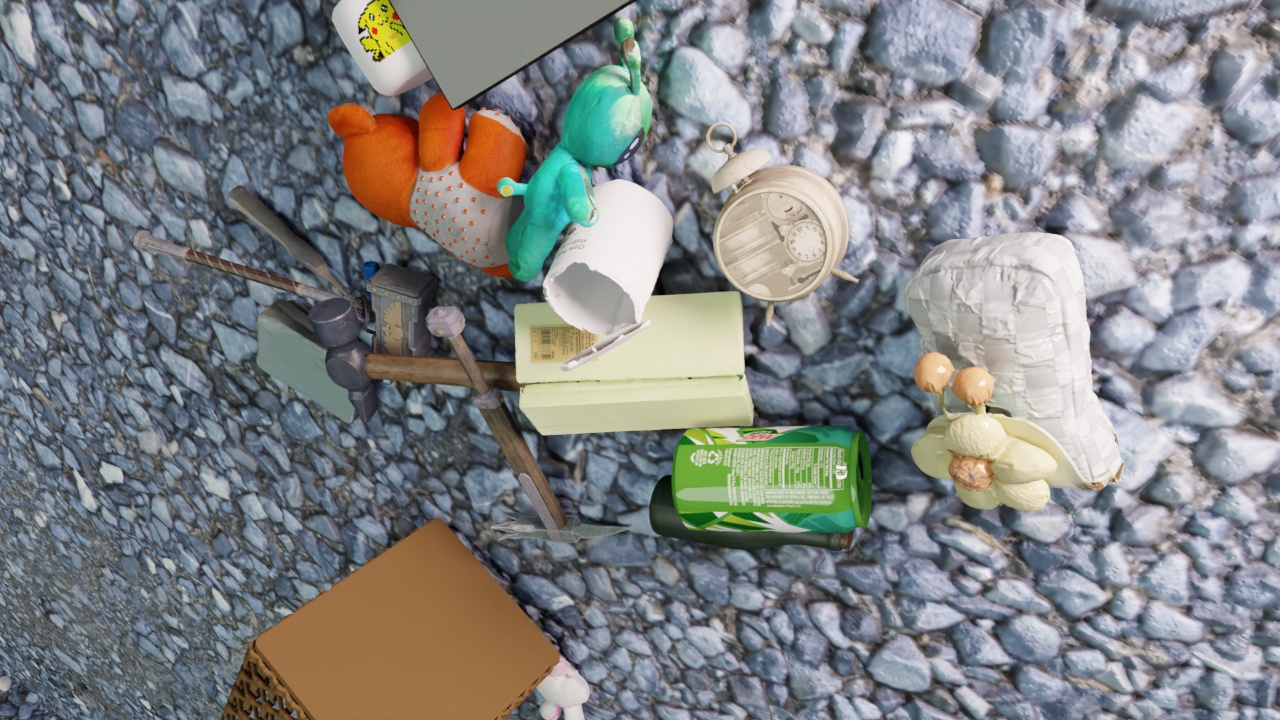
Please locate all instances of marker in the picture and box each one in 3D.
[{"bbox_3d":[-0.264,-0.035,0.930,0.013,0.013,0.142,17,127,22],"label":"marker"}]

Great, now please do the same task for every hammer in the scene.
[{"bbox_3d":[-0.355,-0.077,0.895,0.322,0.044,0.099,17,127,7],"label":"hammer"},{"bbox_3d":[-0.116,0.070,0.835,0.147,0.028,0.317,0,136,20],"label":"hammer"},{"bbox_3d":[-0.140,0.014,0.832,0.322,0.040,0.129,4,129,16],"label":"hammer"}]

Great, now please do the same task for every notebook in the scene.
[{"bbox_3d":[-0.071,-0.293,0.588,0.232,0.019,0.169,-25,105,18],"label":"notebook"}]

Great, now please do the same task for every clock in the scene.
[{"bbox_3d":[0.085,-0.100,0.634,0.093,0.054,0.141,-27,102,28],"label":"clock"}]

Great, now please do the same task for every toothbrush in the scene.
[{"bbox_3d":[-0.341,-0.109,0.923,0.185,0.022,0.024,41,113,2],"label":"toothbrush"}]

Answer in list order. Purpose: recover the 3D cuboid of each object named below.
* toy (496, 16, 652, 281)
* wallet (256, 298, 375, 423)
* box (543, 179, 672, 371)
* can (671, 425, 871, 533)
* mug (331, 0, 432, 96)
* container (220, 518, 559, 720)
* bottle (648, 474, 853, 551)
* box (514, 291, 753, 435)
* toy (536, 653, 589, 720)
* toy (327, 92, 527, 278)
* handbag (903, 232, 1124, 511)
[{"bbox_3d":[-0.048,-0.145,0.649,0.072,0.130,0.194,26,112,-23],"label":"toy"},{"bbox_3d":[-0.342,0.001,0.976,0.131,0.054,0.101,36,140,5],"label":"wallet"},{"bbox_3d":[-0.025,-0.054,0.676,0.081,0.159,0.091,-16,129,39],"label":"box"},{"bbox_3d":[0.104,0.094,0.725,0.144,0.082,0.083,-3,117,23],"label":"can"},{"bbox_3d":[-0.162,-0.251,0.677,0.116,0.094,0.068,-27,105,17],"label":"mug"},{"bbox_3d":[-0.275,0.361,1.012,0.219,0.250,0.215,45,132,11],"label":"container"},{"bbox_3d":[0.095,0.138,0.790,0.174,0.055,0.055,6,122,27],"label":"bottle"},{"bbox_3d":[-0.007,0.011,0.738,0.188,0.061,0.133,-2,116,11],"label":"box"},{"bbox_3d":[-0.093,0.383,1.075,0.076,0.037,0.125,12,119,32],"label":"toy"},{"bbox_3d":[-0.164,-0.145,0.745,0.172,0.092,0.164,24,149,14],"label":"toy"},{"bbox_3d":[0.224,0.010,0.582,0.113,0.123,0.171,3,121,48],"label":"handbag"}]
